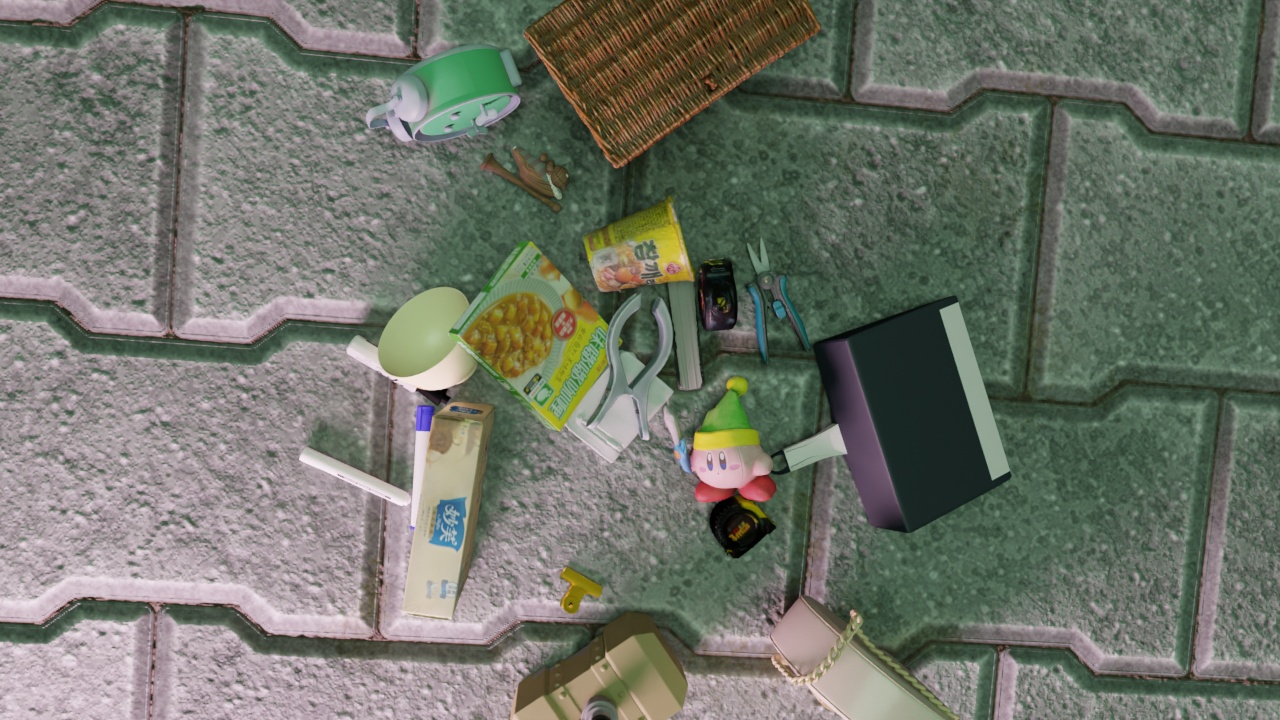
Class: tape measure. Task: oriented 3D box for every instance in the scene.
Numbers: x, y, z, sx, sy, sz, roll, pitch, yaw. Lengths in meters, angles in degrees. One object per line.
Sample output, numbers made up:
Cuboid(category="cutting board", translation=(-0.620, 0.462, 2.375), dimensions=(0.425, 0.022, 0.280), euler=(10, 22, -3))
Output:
Cuboid(category="tape measure", translation=(0.088, -0.069, 1.041), dimensions=(0.042, 0.072, 0.071), euler=(-7, 65, -7))
Cuboid(category="tape measure", translation=(0.112, 0.191, 1.075), dimensions=(0.067, 0.038, 0.062), euler=(-42, 104, 2))

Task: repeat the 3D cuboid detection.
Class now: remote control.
Cuboid(category="remote control", translation=(0.053, -0.033, 1.069), dimensions=(0.033, 0.013, 0.136), euler=(-7, 92, -5))

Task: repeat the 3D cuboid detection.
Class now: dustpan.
Cuboid(category="dustpan", translation=(0.280, 0.078, 1.080), dimensions=(0.272, 0.080, 0.236), euler=(-21, 95, -24))

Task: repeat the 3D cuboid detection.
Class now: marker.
Cuboid(category="marker", translation=(-0.250, 0.123, 1.050), dimensions=(0.020, 0.020, 0.141), euler=(4, 93, -5))
Cuboid(category="marker", translation=(-0.272, 0.013, 1.040), dimensions=(0.126, 0.025, 0.025), euler=(32, 90, -5))
Cuboid(category="marker", translation=(-0.325, 0.134, 1.047), dimensions=(0.133, 0.017, 0.020), euler=(26, 127, -5))

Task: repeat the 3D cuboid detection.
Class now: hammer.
Cuboid(category="hammer", translation=(-0.038, 0.388, 0.928), dimensions=(0.190, 0.325, 0.100), euler=(-33, 95, -2))

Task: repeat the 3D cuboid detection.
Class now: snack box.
Cuboid(category="snack box", translation=(-0.203, 0.153, 0.988), dimensions=(0.055, 0.153, 0.207), euler=(9, 92, -4))
Cuboid(category="snack box", translation=(-0.109, -0.025, 0.996), dimensions=(0.168, 0.027, 0.131), euler=(47, 67, -32))

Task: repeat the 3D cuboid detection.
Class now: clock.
Cuboid(category="clock", translation=(-0.211, -0.273, 0.974), dimensions=(0.161, 0.122, 0.075), euler=(-23, 94, -22))

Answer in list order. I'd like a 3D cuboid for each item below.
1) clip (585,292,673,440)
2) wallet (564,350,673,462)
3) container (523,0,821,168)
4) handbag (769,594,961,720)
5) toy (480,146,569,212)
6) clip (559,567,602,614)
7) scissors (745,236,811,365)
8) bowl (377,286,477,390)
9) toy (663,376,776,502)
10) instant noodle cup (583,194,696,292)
Cuboid(category="clip", translation=(0.007, 0.010, 1.033), dimensions=(0.108, 0.028, 0.163), euler=(16, 93, -15))
Cuboid(category="wallet", translation=(-0.028, 0.052, 1.060), dimensions=(0.086, 0.032, 0.116), euler=(45, 85, -14))
Cuboid(category="container", translation=(0.027, -0.327, 0.964), dimensions=(0.250, 0.183, 0.162), euler=(-35, 96, -1))
Cuboid(category="handbag", translation=(0.248, 0.345, 1.005), dimensions=(0.208, 0.211, 0.103), euler=(39, 89, -13))
Cuboid(category="toy", translation=(-0.123, -0.211, 1.033), dimensions=(0.102, 0.041, 0.055), euler=(32, 112, -13))
Cuboid(category="clip", translation=(-0.075, 0.273, 1.067), dimensions=(0.053, 0.035, 0.046), euler=(31, 83, -7))
Cuboid(category="scissors", translation=(0.156, -0.063, 1.072), dimensions=(0.149, 0.019, 0.122), euler=(36, 94, 0))
Cuboid(category="bowl", translation=(-0.219, -0.012, 1.013), dimensions=(0.118, 0.118, 0.074), euler=(-40, 137, -2))
Cuboid(category="toy", translation=(0.096, 0.093, 1.060), dimensions=(0.124, 0.096, 0.131), euler=(-6, 104, 35))
Cuboid(category="instant noodle cup", translation=(-0.002, -0.123, 1.023), dimensions=(0.108, 0.102, 0.102), euler=(-16, 94, 5))
